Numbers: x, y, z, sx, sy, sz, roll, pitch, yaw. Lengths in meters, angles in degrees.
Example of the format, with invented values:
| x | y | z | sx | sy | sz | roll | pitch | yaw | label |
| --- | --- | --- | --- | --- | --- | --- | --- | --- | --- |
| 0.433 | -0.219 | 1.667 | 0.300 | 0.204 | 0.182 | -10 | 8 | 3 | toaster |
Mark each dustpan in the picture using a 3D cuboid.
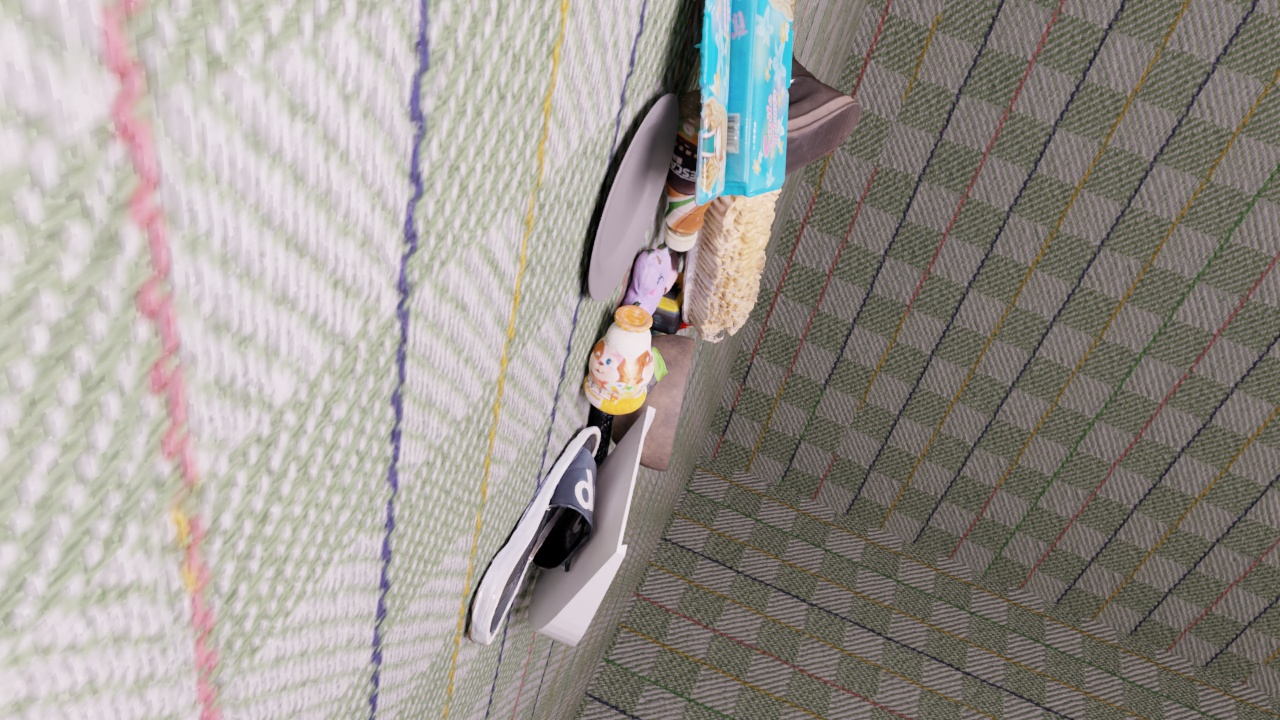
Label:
| x | y | z | sx | sy | sz | roll | pitch | yaw | label |
| --- | --- | --- | --- | --- | --- | --- | --- | --- | --- |
| -0.043 | 0.201 | 0.993 | 0.259 | 0.053 | 0.191 | -53 | -164 | 40 | dustpan |

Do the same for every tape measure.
| x | y | z | sx | sy | sz | roll | pitch | yaw | label |
| --- | --- | --- | --- | --- | --- | --- | --- | --- | --- |
| -0.006 | 0.006 | 0.962 | 0.059 | 0.065 | 0.036 | -44 | 176 | 8 | tape measure |
| 0.035 | -0.068 | 1.111 | 0.072 | 0.042 | 0.072 | -64 | 173 | -53 | tape measure |

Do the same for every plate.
| x | y | z | sx | sy | sz | roll | pitch | yaw | label |
| --- | --- | --- | --- | --- | --- | --- | --- | --- | --- |
| -0.009 | -0.133 | 0.755 | 0.178 | 0.012 | 0.178 | 24 | 89 | -82 | plate |

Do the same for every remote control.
| x | y | z | sx | sy | sz | roll | pitch | yaw | label |
| --- | --- | --- | --- | --- | --- | --- | --- | --- | --- |
| -0.048 | 0.080 | 1.042 | 0.151 | 0.022 | 0.047 | 100 | 15 | -48 | remote control |

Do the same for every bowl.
| x | y | z | sx | sy | sz | roll | pitch | yaw | label |
| --- | --- | --- | --- | --- | --- | --- | --- | --- | --- |
| 0.013 | 0.045 | 1.079 | 0.162 | 0.070 | 0.162 | 18 | 84 | -88 | bowl |

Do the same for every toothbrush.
| x | y | z | sx | sy | sz | roll | pitch | yaw | label |
| --- | --- | --- | --- | --- | --- | --- | --- | --- | --- |
| 0.031 | -0.102 | 1.042 | 0.027 | 0.026 | 0.221 | -45 | -170 | 45 | toothbrush |

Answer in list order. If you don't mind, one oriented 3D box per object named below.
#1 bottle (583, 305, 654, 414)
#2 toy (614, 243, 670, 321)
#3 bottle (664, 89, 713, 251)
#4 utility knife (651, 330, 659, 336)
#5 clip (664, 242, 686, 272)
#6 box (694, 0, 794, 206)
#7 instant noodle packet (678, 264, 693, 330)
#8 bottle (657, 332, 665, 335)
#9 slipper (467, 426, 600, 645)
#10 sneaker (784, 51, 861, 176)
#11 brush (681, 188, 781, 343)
| x | y | z | sx | sy | sz | roll | pitch | yaw | label |
| --- | --- | --- | --- | --- | --- | --- | --- | --- | --- |
| -0.017 | -0.001 | 0.877 | 0.063 | 0.063 | 0.109 | -57 | 167 | -51 | bottle |
| 0.002 | -0.067 | 0.917 | 0.080 | 0.036 | 0.100 | -47 | 159 | -70 | toy |
| 0.050 | -0.172 | 0.863 | 0.167 | 0.059 | 0.059 | 102 | 13 | -51 | bottle |
| 0.022 | -0.015 | 1.260 | 0.022 | 0.015 | 0.141 | -40 | 166 | -14 | utility knife |
| 0.042 | -0.131 | 1.033 | 0.023 | 0.037 | 0.074 | 99 | 11 | -52 | clip |
| 0.079 | -0.244 | 0.735 | 0.181 | 0.039 | 0.227 | -30 | 125 | -59 | box |
| 0.087 | -0.092 | 1.223 | 0.136 | 0.098 | 0.039 | 103 | -32 | -55 | instant noodle packet |
| 0.022 | -0.004 | 1.175 | 0.045 | 0.045 | 0.184 | -12 | 124 | -80 | bottle |
| -0.086 | 0.174 | 0.914 | 0.263 | 0.063 | 0.111 | -54 | 165 | -49 | slipper |
| 0.117 | -0.258 | 0.993 | 0.234 | 0.120 | 0.095 | -32 | 157 | -20 | sneaker |
| 0.094 | -0.117 | 0.997 | 0.083 | 0.056 | 0.272 | -31 | 153 | -22 | brush |
